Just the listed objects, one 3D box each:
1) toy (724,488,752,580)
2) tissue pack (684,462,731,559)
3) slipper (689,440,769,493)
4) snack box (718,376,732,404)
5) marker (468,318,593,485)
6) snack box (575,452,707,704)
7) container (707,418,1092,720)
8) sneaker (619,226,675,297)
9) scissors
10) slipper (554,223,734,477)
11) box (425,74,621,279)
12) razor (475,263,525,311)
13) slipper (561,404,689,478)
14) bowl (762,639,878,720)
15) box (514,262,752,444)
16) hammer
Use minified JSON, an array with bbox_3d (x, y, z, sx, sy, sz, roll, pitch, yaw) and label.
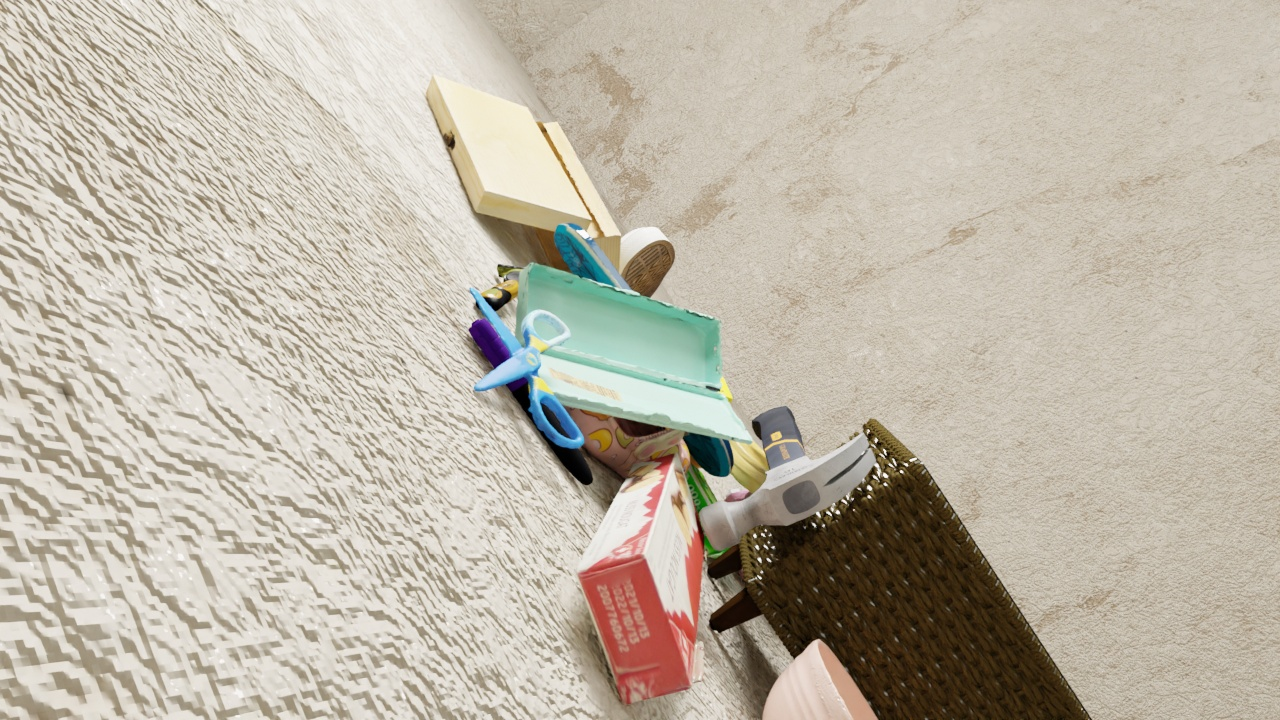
[{"bbox_3d":[0.128,0.195,1.035,0.123,0.067,0.157,61,3,17],"label":"toy"},{"bbox_3d":[0.063,0.152,0.919,0.114,0.034,0.099,61,6,21],"label":"tissue pack"},{"bbox_3d":[0.065,0.084,1.026,0.099,0.078,0.263,34,8,-36],"label":"slipper"},{"bbox_3d":[0.022,0.016,0.969,0.149,0.026,0.061,19,18,-12],"label":"snack box"},{"bbox_3d":[-0.072,0.029,0.611,0.134,0.015,0.018,55,20,-7],"label":"marker"},{"bbox_3d":[0.011,0.121,0.583,0.272,0.044,0.076,-38,110,-83],"label":"snack box"},{"bbox_3d":[0.214,0.248,0.779,0.321,0.205,0.176,56,7,-4],"label":"container"},{"bbox_3d":[-0.029,-0.119,1.126,0.097,0.091,0.246,52,-12,6],"label":"sneaker"},{"bbox_3d":[-0.072,0.002,0.596,0.125,0.013,0.126,54,25,-1],"label":"scissors"},{"bbox_3d":[-0.005,0.005,0.860,0.295,0.060,0.118,56,-18,-14],"label":"slipper"},{"bbox_3d":[-0.114,-0.188,1.017,0.252,0.119,0.247,41,15,-46],"label":"box"},{"bbox_3d":[-0.106,-0.057,0.725,0.144,0.044,0.021,-71,168,-77],"label":"razor"},{"bbox_3d":[0.000,0.048,0.763,0.093,0.081,0.197,59,9,29],"label":"slipper"},{"bbox_3d":[0.132,0.277,0.628,0.153,0.076,0.153,56,6,-9],"label":"bowl"},{"bbox_3d":[-0.005,0.002,0.709,0.186,0.055,0.138,15,50,-30],"label":"box"},{"bbox_3d":[0.123,0.085,0.820,0.312,0.139,0.035,-56,122,-82],"label":"hammer"}]
